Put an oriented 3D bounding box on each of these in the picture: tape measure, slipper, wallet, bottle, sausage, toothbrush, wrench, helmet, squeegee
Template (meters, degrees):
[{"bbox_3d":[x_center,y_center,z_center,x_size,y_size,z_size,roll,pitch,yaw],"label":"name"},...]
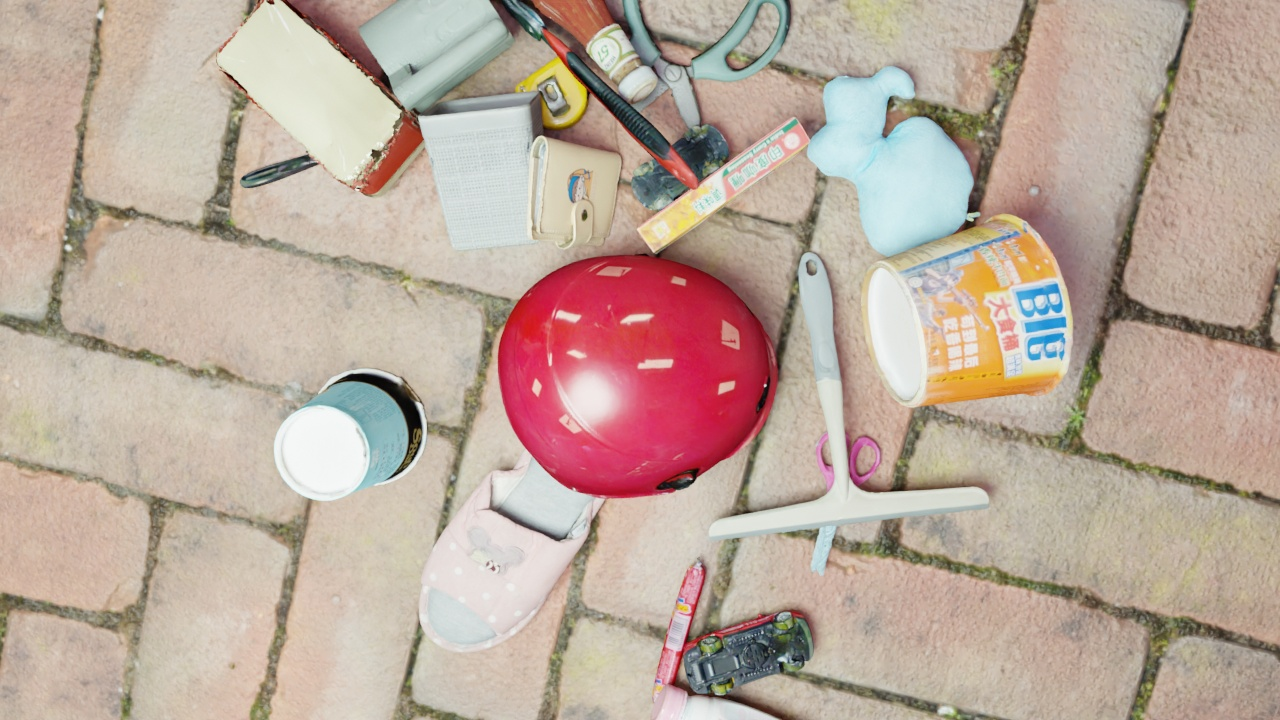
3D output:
[{"bbox_3d":[-0.074,-0.231,0.798,0.060,0.029,0.057,-32,94,6],"label":"tape measure"},{"bbox_3d":[-0.106,0.153,0.827,0.114,0.054,0.274,37,95,-1],"label":"slipper"},{"bbox_3d":[-0.054,-0.136,0.768,0.024,0.115,0.087,14,102,26],"label":"wallet"},{"bbox_3d":[-0.059,-0.304,0.765,0.060,0.059,0.206,-37,87,6],"label":"bottle"},{"bbox_3d":[0.034,0.255,0.849,0.020,0.020,0.156,15,97,1],"label":"sausage"},{"bbox_3d":[-0.276,-0.185,0.820,0.181,0.018,0.015,-17,98,6],"label":"toothbrush"},{"bbox_3d":[0.105,0.351,0.829,0.197,0.068,0.068,26,96,-2],"label":"bottle"},{"bbox_3d":[-0.045,-0.236,0.754,0.016,0.056,0.273,-42,79,-2],"label":"wrench"},{"bbox_3d":[-0.004,0.004,0.744,0.240,0.144,0.206,-10,79,2],"label":"helmet"},{"bbox_3d":[0.165,0.026,0.799,0.246,0.039,0.246,-8,90,7],"label":"squeegee"}]

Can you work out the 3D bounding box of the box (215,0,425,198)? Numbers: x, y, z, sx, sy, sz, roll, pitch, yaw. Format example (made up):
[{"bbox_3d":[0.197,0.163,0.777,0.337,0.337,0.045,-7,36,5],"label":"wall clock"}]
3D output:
[{"bbox_3d":[-0.270,-0.222,0.772,0.168,0.079,0.091,43,95,7],"label":"box"}]

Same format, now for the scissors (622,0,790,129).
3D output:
[{"bbox_3d":[0.040,-0.292,0.793,0.170,0.019,0.173,-29,93,4],"label":"scissors"}]

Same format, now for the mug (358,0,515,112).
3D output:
[{"bbox_3d":[-0.163,-0.262,0.757,0.103,0.124,0.084,-34,131,3],"label":"mug"}]

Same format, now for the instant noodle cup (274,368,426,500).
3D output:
[{"bbox_3d":[-0.254,0.067,0.792,0.111,0.120,0.111,0,96,2],"label":"instant noodle cup"}]

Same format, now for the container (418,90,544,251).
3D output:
[{"bbox_3d":[-0.124,-0.158,0.769,0.090,0.090,0.114,-5,113,4],"label":"container"}]

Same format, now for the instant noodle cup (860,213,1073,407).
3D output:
[{"bbox_3d":[0.252,-0.032,0.735,0.111,0.151,0.151,-13,95,-5],"label":"instant noodle cup"}]

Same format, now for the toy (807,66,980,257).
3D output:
[{"bbox_3d":[0.218,-0.164,0.781,0.156,0.049,0.161,17,95,11],"label":"toy"}]

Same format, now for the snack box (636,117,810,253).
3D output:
[{"bbox_3d":[0.068,-0.145,0.776,0.156,0.077,0.027,-35,93,6],"label":"snack box"}]

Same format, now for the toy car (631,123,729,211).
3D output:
[{"bbox_3d":[0.034,-0.167,0.798,0.091,0.034,0.043,-36,96,8],"label":"toy car"}]

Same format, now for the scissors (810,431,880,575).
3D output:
[{"bbox_3d":[0.179,0.131,0.828,0.063,0.017,0.135,11,92,-2],"label":"scissors"}]

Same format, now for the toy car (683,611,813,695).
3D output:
[{"bbox_3d":[0.097,0.262,0.834,0.120,0.045,0.053,-14,97,-4],"label":"toy car"}]
